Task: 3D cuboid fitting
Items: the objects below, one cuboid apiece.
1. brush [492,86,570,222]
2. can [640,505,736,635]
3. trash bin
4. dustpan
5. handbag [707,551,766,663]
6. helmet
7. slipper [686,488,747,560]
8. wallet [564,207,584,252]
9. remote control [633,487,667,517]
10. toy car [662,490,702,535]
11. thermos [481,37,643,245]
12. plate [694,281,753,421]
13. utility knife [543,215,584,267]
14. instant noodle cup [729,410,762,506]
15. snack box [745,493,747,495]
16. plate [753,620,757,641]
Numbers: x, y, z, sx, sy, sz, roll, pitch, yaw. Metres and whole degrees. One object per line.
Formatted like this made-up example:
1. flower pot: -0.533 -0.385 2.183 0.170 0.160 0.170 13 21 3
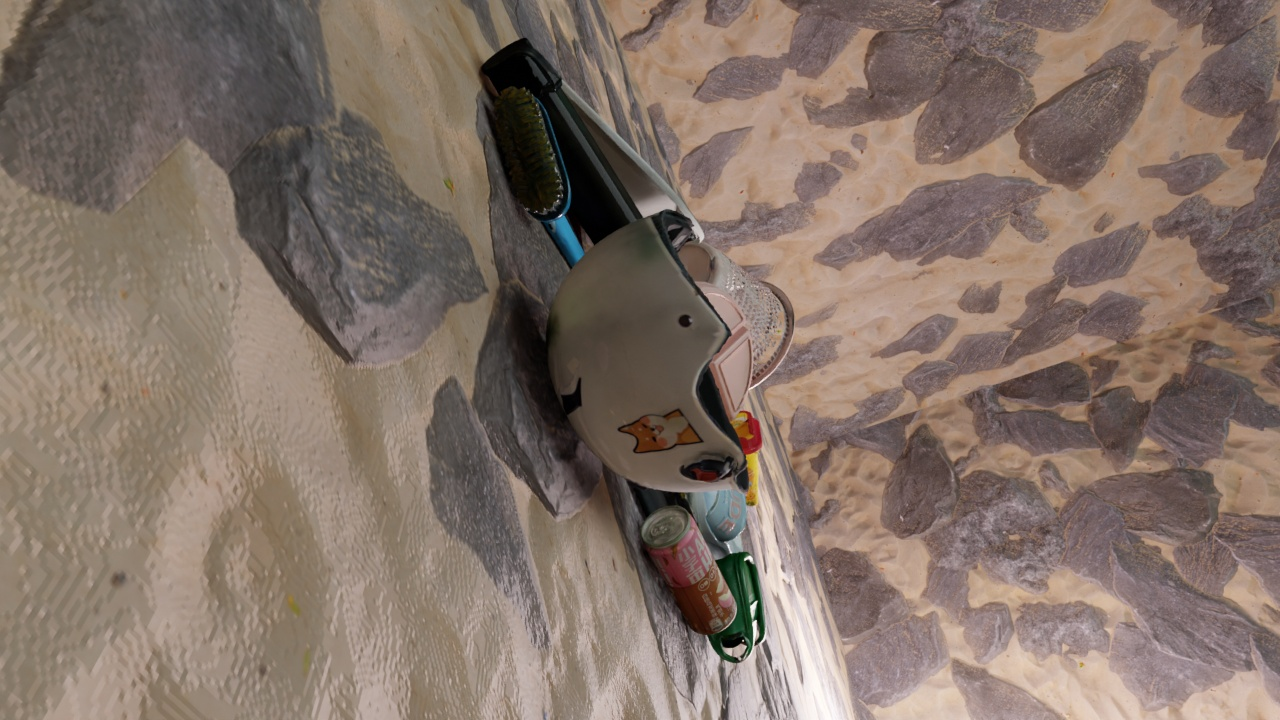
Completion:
1. brush: -0.108 -0.209 0.949 0.073 0.055 0.143 23 47 -76
2. can: 0.052 0.221 0.961 0.057 0.058 0.147 -94 161 -57
3. trash bin: 0.106 -0.081 1.477 0.192 0.228 0.227 41 28 -44
4. dustpan: -0.019 -0.261 1.220 0.222 0.142 0.257 56 18 -89
5. handbag: 0.115 0.298 1.120 0.131 0.068 0.120 24 47 -76
6. helmet: 0.001 0.010 0.824 0.229 0.157 0.274 -101 177 -50
7. slipper: 0.100 0.186 1.157 0.245 0.074 0.103 61 16 -48
8. wallet: -0.093 -0.200 1.125 0.096 0.020 0.122 60 17 -47
9. remote control: 0.014 0.151 0.991 0.053 0.024 0.136 -76 145 -74
10. toy car: 0.040 0.172 1.040 0.035 0.042 0.090 -68 137 -77
11. thermos: -0.079 -0.236 1.021 0.090 0.068 0.242 14 -34 52
12. plate: 0.093 0.001 1.319 0.229 0.028 0.229 -3 94 -47
13. utility knife: -0.067 -0.106 1.077 0.216 0.018 0.034 60 26 -46
14. instant noodle cup: 0.132 0.156 1.401 0.116 0.116 0.124 -83 163 -67
15. snack box: 0.111 0.175 1.292 0.080 0.082 0.091 -88 158 -68
16. plate: 0.148 0.331 1.364 0.179 0.024 0.179 -20 89 -80
